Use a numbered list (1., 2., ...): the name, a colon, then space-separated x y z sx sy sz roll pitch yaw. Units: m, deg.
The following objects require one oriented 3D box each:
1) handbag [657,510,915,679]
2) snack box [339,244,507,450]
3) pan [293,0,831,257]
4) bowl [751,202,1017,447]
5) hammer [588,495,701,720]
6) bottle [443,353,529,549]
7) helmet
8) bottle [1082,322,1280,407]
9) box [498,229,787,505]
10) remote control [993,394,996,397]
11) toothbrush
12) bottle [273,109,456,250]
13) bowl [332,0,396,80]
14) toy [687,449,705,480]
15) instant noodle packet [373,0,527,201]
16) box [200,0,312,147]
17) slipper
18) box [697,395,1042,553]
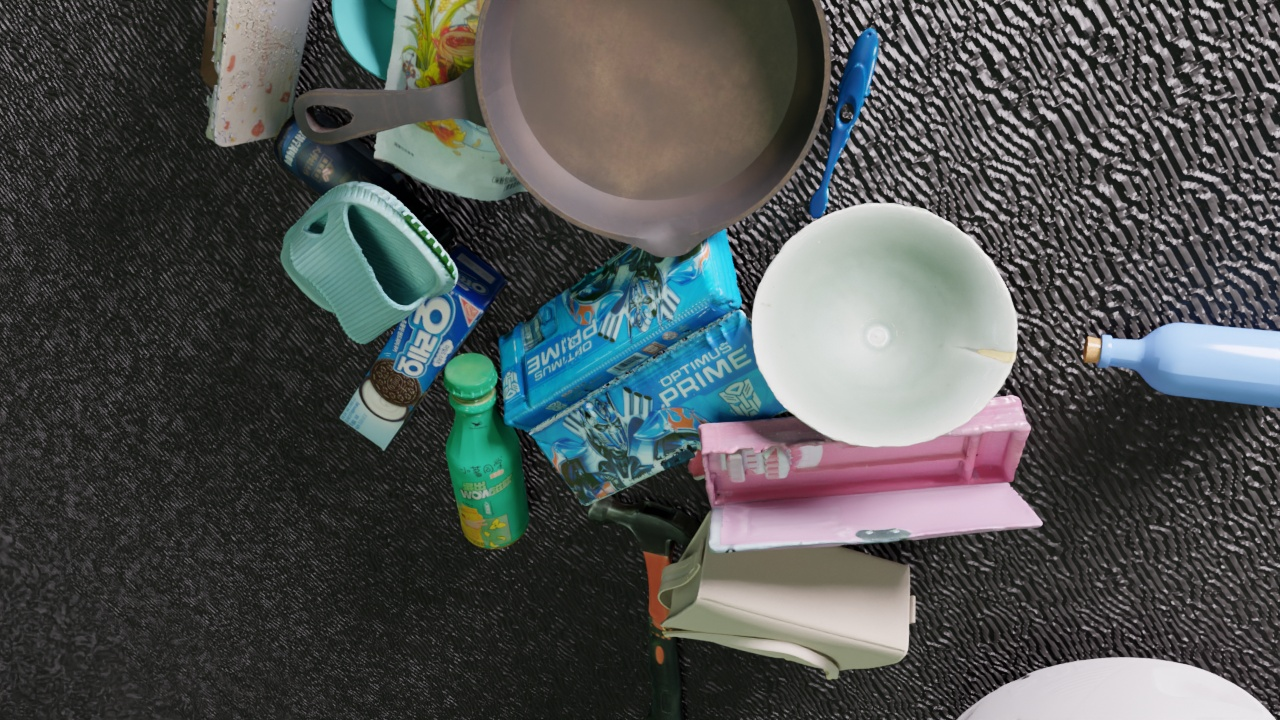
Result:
1. handbag: 0.108 0.220 0.799 0.194 0.101 0.198 16 147 -6
2. snack box: -0.203 -0.006 0.841 0.059 0.059 0.227 38 127 -6
3. pan: -0.056 -0.186 0.614 0.356 0.043 0.249 -4 122 7
4. bowl: 0.168 -0.019 0.653 0.174 0.068 0.174 -2 80 10
5. hammer: 0.023 0.279 0.938 0.133 0.033 0.334 9 124 18
6. bottle: -0.145 0.085 0.848 0.068 0.067 0.210 14 133 16
7. helmet: 0.369 0.348 0.724 0.283 0.183 0.224 -34 97 29
8. bottle: 0.360 0.000 0.596 0.131 0.047 0.048 7 123 20
9. box: -0.013 0.006 0.722 0.244 0.063 0.174 -31 77 36
10. remote control: 0.196 0.017 0.699 0.141 0.021 0.045 3 122 17
11. toothbrush: 0.136 -0.158 0.620 0.021 0.016 0.133 19 124 12
12. bottle: -0.228 -0.144 0.767 0.161 0.056 0.056 37 128 -2
13. bowl: -0.161 -0.262 0.652 0.046 0.121 0.121 61 139 37
14. toy: 0.065 0.055 0.764 0.050 0.065 0.103 50 138 31
15. instant noodle packet: -0.096 -0.237 0.629 0.146 0.057 0.270 8 132 -19
16. box: -0.297 -0.284 0.701 0.107 0.094 0.217 49 132 22
17. slipper: -0.247 -0.074 0.757 0.277 0.069 0.116 -6 124 53
18. box: 0.162 0.098 0.666 0.233 0.098 0.099 -5 143 7
